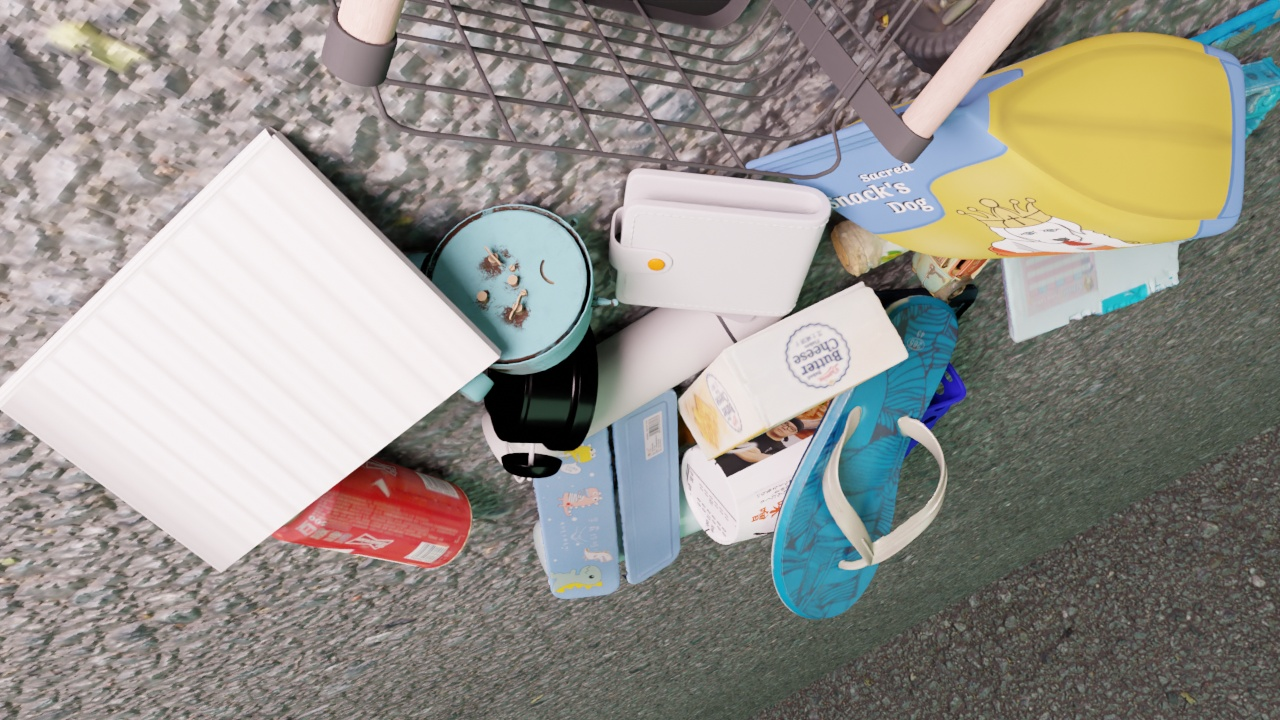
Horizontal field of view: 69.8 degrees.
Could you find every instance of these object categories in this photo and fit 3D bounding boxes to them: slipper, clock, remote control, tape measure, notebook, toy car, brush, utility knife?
[{"bbox_3d":[0.183,0.092,0.727,0.118,0.060,0.295,9,109,-22],"label":"slipper"},{"bbox_3d":[-0.067,0.022,0.573,0.042,0.091,0.121,3,129,-26],"label":"clock"},{"bbox_3d":[0.227,-0.040,0.779,0.150,0.022,0.047,-7,146,-32],"label":"remote control"},{"bbox_3d":[0.155,-0.175,0.457,0.067,0.062,0.038,-38,149,23],"label":"tape measure"},{"bbox_3d":[-0.194,0.007,0.447,0.210,0.009,0.142,-36,113,17],"label":"notebook"},{"bbox_3d":[0.232,-0.087,0.681,0.047,0.047,0.112,-13,149,-28],"label":"toy car"},{"bbox_3d":[0.007,0.076,0.800,0.126,0.017,0.048,-28,151,4],"label":"brush"},{"bbox_3d":[0.420,-0.232,0.628,0.175,0.015,0.031,-28,156,1],"label":"utility knife"},{"bbox_3d":[-0.080,-0.027,0.487,0.124,0.090,0.053,-26,162,-1],"label":"clock"}]

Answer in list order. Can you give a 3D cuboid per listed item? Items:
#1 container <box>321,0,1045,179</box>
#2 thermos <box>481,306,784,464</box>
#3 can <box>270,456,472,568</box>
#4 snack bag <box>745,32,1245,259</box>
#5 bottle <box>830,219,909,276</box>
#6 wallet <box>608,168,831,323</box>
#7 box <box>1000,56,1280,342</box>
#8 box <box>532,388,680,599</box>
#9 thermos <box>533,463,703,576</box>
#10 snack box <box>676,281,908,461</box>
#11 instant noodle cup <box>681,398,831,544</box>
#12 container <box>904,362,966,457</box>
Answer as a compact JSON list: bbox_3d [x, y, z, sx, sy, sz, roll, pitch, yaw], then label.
[{"bbox_3d":[0.016,-0.159,0.300,0.240,0.130,0.163,-3,144,-36],"label":"container"},{"bbox_3d":[-0.004,0.004,0.634,0.224,0.052,0.052,-31,151,9],"label":"thermos"},{"bbox_3d":[-0.187,0.101,0.631,0.067,0.067,0.170,-33,151,12],"label":"can"},{"bbox_3d":[0.184,-0.110,0.492,0.205,0.102,0.159,-1,-178,-23],"label":"snack bag"},{"bbox_3d":[0.188,-0.099,0.631,0.111,0.043,0.043,-27,152,2],"label":"bottle"},{"bbox_3d":[0.040,-0.058,0.545,0.118,0.037,0.115,5,145,-3],"label":"wallet"},{"bbox_3d":[0.371,-0.127,0.705,0.226,0.071,0.182,-17,129,-16],"label":"box"},{"bbox_3d":[-0.024,0.116,0.755,0.127,0.034,0.209,-17,129,-17],"label":"box"},{"bbox_3d":[0.003,0.145,0.860,0.206,0.065,0.078,-19,168,-13],"label":"thermos"},{"bbox_3d":[0.096,0.016,0.655,0.104,0.057,0.208,-26,172,-11],"label":"snack box"},{"bbox_3d":[0.109,0.097,0.794,0.121,0.123,0.124,-18,151,-25],"label":"instant noodle cup"},{"bbox_3d":[0.222,0.038,0.842,0.084,0.085,0.114,-13,150,-22],"label":"container"}]
